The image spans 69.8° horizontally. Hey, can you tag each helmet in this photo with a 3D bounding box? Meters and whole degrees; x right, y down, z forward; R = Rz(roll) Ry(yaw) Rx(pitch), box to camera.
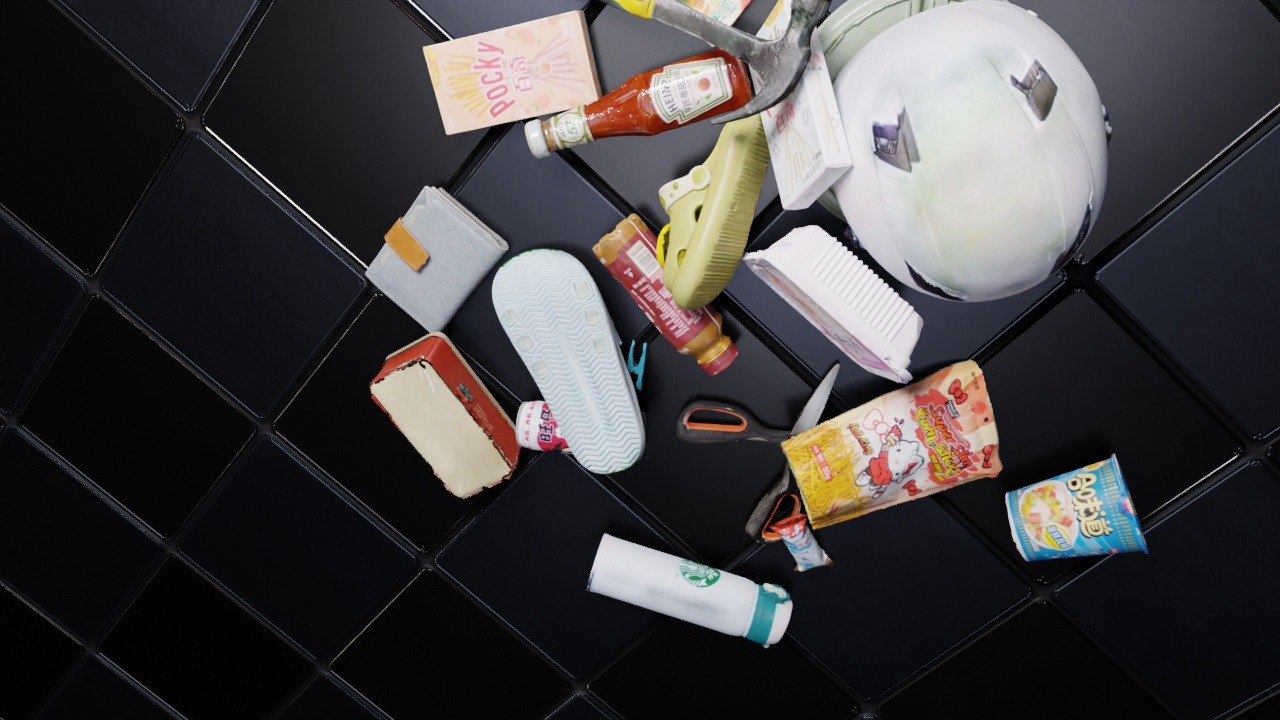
[{"bbox_3d":[0.270,-0.153,0.744,0.229,0.145,0.259,-18,108,18],"label":"helmet"}]

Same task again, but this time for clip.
[{"bbox_3d":[-0.004,0.006,0.965,0.046,0.014,0.057,12,115,8],"label":"clip"}]

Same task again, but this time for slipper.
[{"bbox_3d":[-0.063,-0.002,0.939,0.104,0.074,0.245,-24,89,11],"label":"slipper"},{"bbox_3d":[0.061,-0.143,0.854,0.082,0.091,0.191,24,101,27],"label":"slipper"}]

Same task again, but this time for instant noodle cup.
[{"bbox_3d":[0.425,0.152,0.903,0.110,0.099,0.099,-19,107,27],"label":"instant noodle cup"},{"bbox_3d":[0.183,-0.059,0.847,0.173,0.138,0.060,39,92,-7],"label":"instant noodle cup"}]

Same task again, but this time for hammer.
[{"bbox_3d":[-0.005,-0.305,0.773,0.323,0.031,0.126,32,120,18],"label":"hammer"}]

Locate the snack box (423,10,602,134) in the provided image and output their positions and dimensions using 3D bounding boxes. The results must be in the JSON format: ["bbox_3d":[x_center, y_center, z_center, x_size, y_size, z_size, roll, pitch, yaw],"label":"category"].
[{"bbox_3d":[-0.120,-0.270,0.868,0.157,0.026,0.084,-8,111,14],"label":"snack box"}]

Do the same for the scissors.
[{"bbox_3d":[0.150,0.102,0.969,0.230,0.021,0.221,6,113,7],"label":"scissors"}]

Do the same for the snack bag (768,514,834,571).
[{"bbox_3d":[0.175,0.199,0.993,0.048,0.026,0.104,-17,127,14],"label":"snack bag"}]

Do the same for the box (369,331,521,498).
[{"bbox_3d":[-0.208,0.065,0.982,0.091,0.077,0.168,-26,113,19],"label":"box"}]

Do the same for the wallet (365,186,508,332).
[{"bbox_3d":[-0.216,-0.103,0.949,0.106,0.036,0.130,40,115,-8],"label":"wallet"}]

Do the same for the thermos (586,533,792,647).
[{"bbox_3d":[0.057,0.257,1.028,0.224,0.073,0.073,16,114,4],"label":"thermos"}]

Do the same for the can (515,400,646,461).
[{"bbox_3d":[-0.063,0.075,0.983,0.133,0.053,0.053,5,113,9],"label":"can"}]

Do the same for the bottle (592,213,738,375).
[{"bbox_3d":[0.029,-0.061,0.907,0.058,0.057,0.175,-36,101,22],"label":"bottle"}]

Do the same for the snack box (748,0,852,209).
[{"bbox_3d":[0.131,-0.216,0.774,0.026,0.085,0.156,-8,78,-18],"label":"snack box"}]

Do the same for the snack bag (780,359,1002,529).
[{"bbox_3d":[0.253,0.091,0.920,0.208,0.073,0.128,-20,107,4],"label":"snack bag"}]

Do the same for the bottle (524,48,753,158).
[{"bbox_3d":[-0.004,-0.229,0.830,0.206,0.059,0.060,-15,108,8],"label":"bottle"}]

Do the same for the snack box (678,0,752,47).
[{"bbox_3d":[0.086,-0.358,0.791,0.077,0.027,0.156,40,114,-6],"label":"snack box"}]

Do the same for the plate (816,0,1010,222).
[{"bbox_3d":[0.244,-0.220,0.817,0.230,0.027,0.230,4,114,9],"label":"plate"}]
